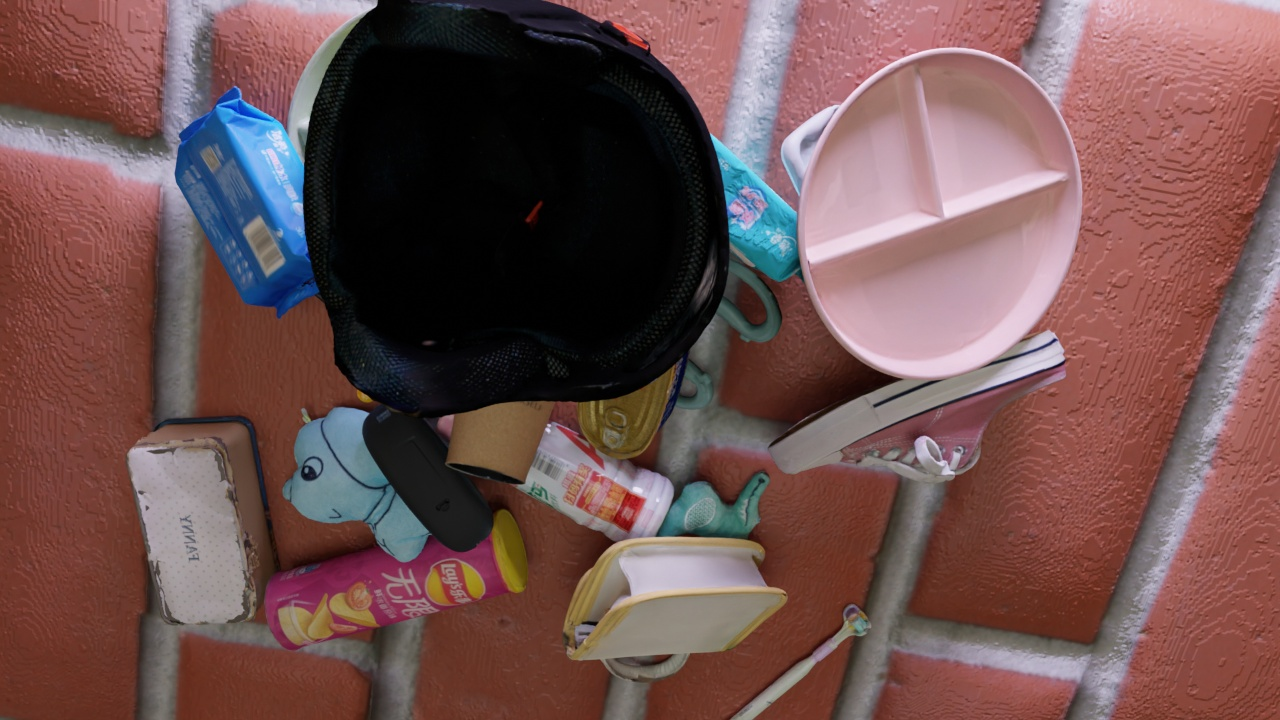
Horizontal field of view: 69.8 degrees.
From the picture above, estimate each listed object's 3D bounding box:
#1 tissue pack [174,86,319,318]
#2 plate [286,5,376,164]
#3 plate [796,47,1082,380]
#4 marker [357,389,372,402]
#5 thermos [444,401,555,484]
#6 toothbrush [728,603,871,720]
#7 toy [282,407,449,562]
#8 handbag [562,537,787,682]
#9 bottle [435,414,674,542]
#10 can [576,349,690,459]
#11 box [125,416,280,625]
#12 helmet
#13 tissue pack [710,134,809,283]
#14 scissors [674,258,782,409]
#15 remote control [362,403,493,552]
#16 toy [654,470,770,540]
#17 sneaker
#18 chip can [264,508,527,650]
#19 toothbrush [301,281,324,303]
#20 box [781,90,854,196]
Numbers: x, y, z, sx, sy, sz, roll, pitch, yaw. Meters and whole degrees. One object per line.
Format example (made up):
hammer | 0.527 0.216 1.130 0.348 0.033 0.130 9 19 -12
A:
tissue pack | -0.283 -0.116 0.683 0.095 0.052 0.157 -22 98 37
plate | -0.153 -0.154 0.700 0.230 0.027 0.230 0 107 1
plate | 0.210 -0.100 0.649 0.229 0.028 0.229 -4 102 -18
marker | -0.183 -0.004 0.753 0.124 0.015 0.018 -34 108 9
thermos | -0.099 0.017 0.695 0.093 0.093 0.143 14 73 -3
toothbrush | 0.133 0.290 0.835 0.190 0.029 0.020 -46 142 15
toy | -0.223 0.096 0.755 0.162 0.049 0.156 -33 80 14
handbag | 0.014 0.217 0.772 0.163 0.063 0.179 7 133 -29
bottle | -0.072 0.086 0.754 0.197 0.068 0.068 27 105 -3
can | -0.004 0.004 0.714 0.075 0.049 0.148 20 121 15
box | -0.367 0.130 0.775 0.090 0.063 0.184 -1 105 1
helmet | -0.069 -0.096 0.562 0.275 0.229 0.234 20 112 10
tissue pack | 0.070 -0.110 0.675 0.133 0.093 0.050 40 96 -11
scissors | 0.034 -0.049 0.713 0.172 0.019 0.177 -24 101 31
remote control | -0.168 0.089 0.713 0.053 0.024 0.136 -40 83 0
toy | 0.067 0.128 0.776 0.092 0.030 0.096 28 99 -30
sneaker | 0.223 0.054 0.719 0.241 0.118 0.088 -20 85 2
chip can | -0.207 0.188 0.782 0.211 0.071 0.071 -16 106 6
toothbrush | -0.273 -0.066 0.737 0.189 0.014 0.018 38 94 -9
box | 0.199 -0.109 0.689 0.160 0.063 0.201 -34 105 -10
